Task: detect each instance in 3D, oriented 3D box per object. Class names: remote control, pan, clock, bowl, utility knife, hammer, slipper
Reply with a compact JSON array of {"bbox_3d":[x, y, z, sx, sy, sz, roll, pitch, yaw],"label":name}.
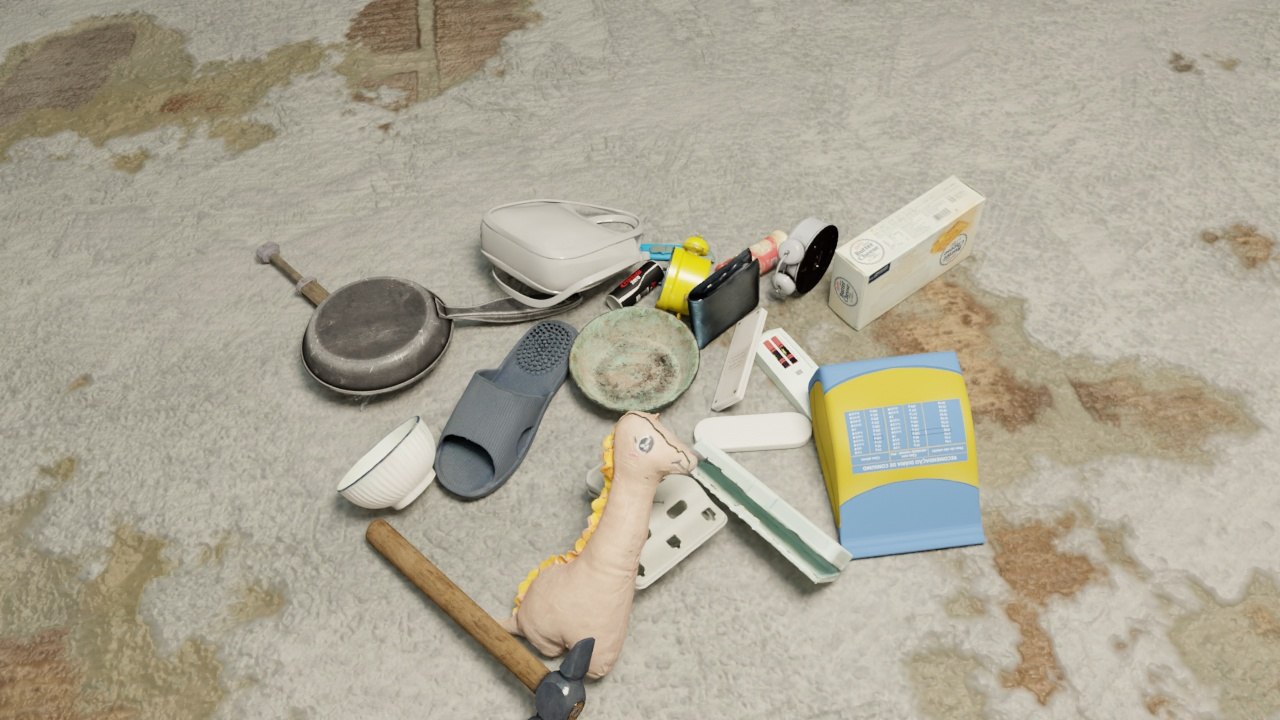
[{"bbox_3d":[0.120,-0.002,1.105,0.011,0.050,0.135,33,55,-19],"label":"remote control"},{"bbox_3d":[-0.246,-0.055,1.150,0.356,0.055,0.187,-14,51,-10],"label":"pan"},{"bbox_3d":[0.055,-0.108,1.162,0.057,0.083,0.118,17,56,0],"label":"clock"},{"bbox_3d":[-0.007,0.006,1.111,0.157,0.039,0.157,-2,54,2],"label":"bowl"},{"bbox_3d":[0.187,0.016,1.100,0.049,0.024,0.143,-28,57,-16],"label":"remote control"},{"bbox_3d":[-0.270,0.123,1.016,0.062,0.118,0.117,50,63,-15],"label":"bowl"},{"bbox_3d":[0.012,-0.146,1.235,0.179,0.015,0.031,1,49,6],"label":"utility knife"},{"bbox_3d":[0.204,-0.129,1.158,0.035,0.095,0.122,32,45,28],"label":"clock"},{"bbox_3d":[-0.176,0.252,0.923,0.322,0.040,0.129,30,103,32],"label":"hammer"},{"bbox_3d":[0.130,0.083,1.062,0.136,0.013,0.043,-4,54,1],"label":"remote control"},{"bbox_3d":[-0.403,-0.074,1.202,0.317,0.028,0.146,37,62,25],"label":"hammer"},{"bbox_3d":[-0.158,0.036,1.074,0.101,0.083,0.262,19,57,19],"label":"slipper"}]

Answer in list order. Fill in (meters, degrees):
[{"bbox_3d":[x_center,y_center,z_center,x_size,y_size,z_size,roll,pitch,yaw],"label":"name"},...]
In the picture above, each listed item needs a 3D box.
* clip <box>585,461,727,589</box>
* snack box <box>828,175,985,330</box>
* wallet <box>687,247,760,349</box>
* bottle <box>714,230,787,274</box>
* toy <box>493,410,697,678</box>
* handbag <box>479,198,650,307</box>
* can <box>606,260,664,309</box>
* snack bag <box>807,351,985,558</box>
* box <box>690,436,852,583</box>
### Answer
[{"bbox_3d":[0.003,0.171,0.989,0.126,0.097,0.152,-33,47,-21],"label":"clip"},{"bbox_3d":[0.333,-0.135,1.152,0.207,0.104,0.057,-32,56,-18],"label":"snack box"},{"bbox_3d":[0.106,-0.074,1.132,0.114,0.089,0.026,-38,55,-21],"label":"wallet"},{"bbox_3d":[0.148,-0.129,1.197,0.109,0.044,0.044,-33,59,-20],"label":"bottle"},{"bbox_3d":[-0.054,0.173,0.907,0.196,0.065,0.264,11,90,22],"label":"toy"},{"bbox_3d":[-0.076,-0.151,1.198,0.216,0.096,0.222,32,38,33],"label":"handbag"},{"bbox_3d":[-0.006,-0.095,1.188,0.031,0.032,0.080,36,64,25],"label":"can"},{"bbox_3d":[0.277,0.104,0.996,0.159,0.102,0.205,-7,74,-1],"label":"snack bag"},{"bbox_3d":[0.133,0.156,0.973,0.199,0.066,0.082,38,24,30],"label":"box"}]
